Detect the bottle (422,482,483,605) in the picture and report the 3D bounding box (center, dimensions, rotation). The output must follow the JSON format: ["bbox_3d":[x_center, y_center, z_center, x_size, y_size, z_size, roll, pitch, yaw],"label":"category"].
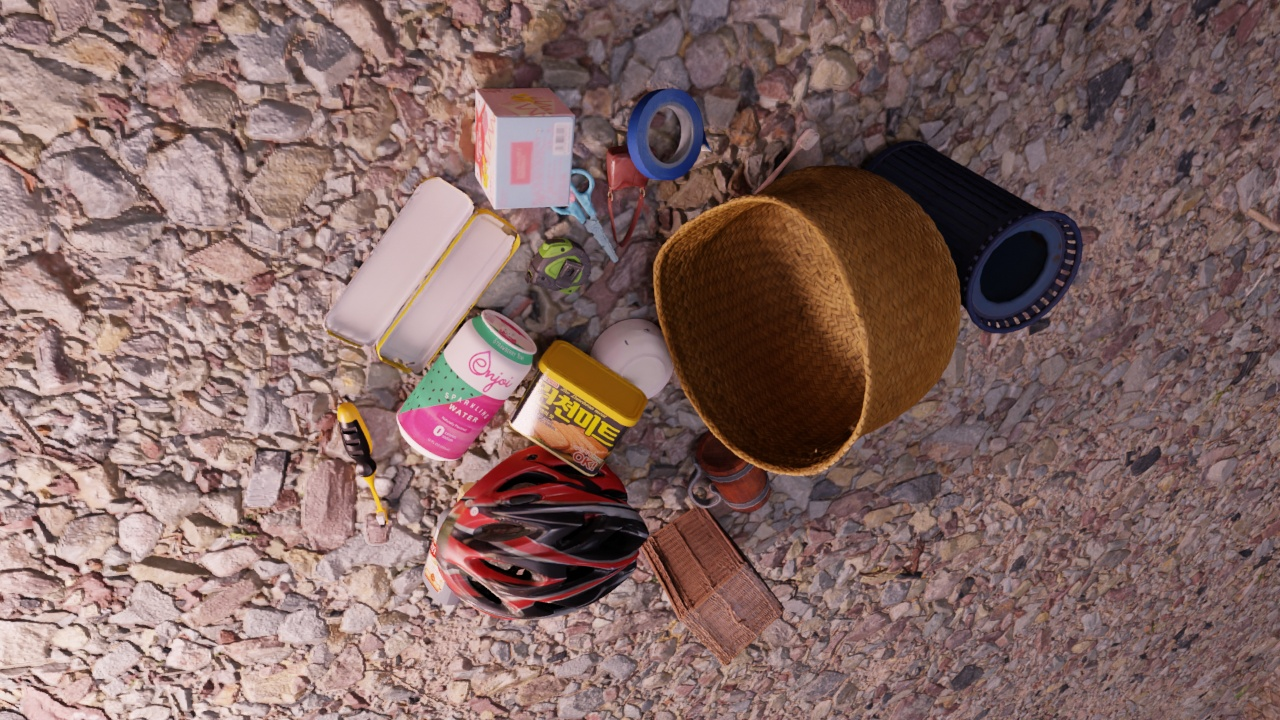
[{"bbox_3d":[-0.229,0.226,1.154,0.046,0.072,0.161,-3,124,-42],"label":"bottle"}]

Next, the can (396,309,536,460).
[{"bbox_3d":[-0.195,0.029,1.028,0.088,0.088,0.166,30,106,-35],"label":"can"}]

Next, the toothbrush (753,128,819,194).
[{"bbox_3d":[0.142,-0.196,1.070,0.015,0.018,0.181,32,106,-36],"label":"toothbrush"}]

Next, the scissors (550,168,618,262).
[{"bbox_3d":[-0.057,-0.157,1.016,0.056,0.015,0.137,-33,134,2],"label":"scissors"}]

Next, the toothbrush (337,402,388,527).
[{"bbox_3d":[-0.322,0.126,1.077,0.031,0.030,0.197,-2,129,2],"label":"toothbrush"}]

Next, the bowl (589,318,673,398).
[{"bbox_3d":[-0.007,0.007,1.117,0.104,0.054,0.105,-10,124,-16],"label":"bowl"}]

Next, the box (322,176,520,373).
[{"bbox_3d":[-0.233,-0.086,0.980,0.127,0.023,0.210,31,106,-32],"label":"box"}]

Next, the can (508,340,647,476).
[{"bbox_3d":[-0.075,0.058,1.074,0.131,0.072,0.101,33,119,-2],"label":"can"}]

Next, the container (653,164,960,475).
[{"bbox_3d":[0.186,-0.050,0.994,0.196,0.307,0.308,-23,130,-33],"label":"container"}]

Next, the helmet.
[{"bbox_3d":[-0.116,0.216,1.113,0.271,0.167,0.218,0,115,-44],"label":"helmet"}]

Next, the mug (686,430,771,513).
[{"bbox_3d":[0.115,0.158,1.262,0.117,0.081,0.111,-20,133,12],"label":"mug"}]

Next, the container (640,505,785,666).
[{"bbox_3d":[0.096,0.301,1.266,0.112,0.198,0.114,-39,117,-1],"label":"container"}]

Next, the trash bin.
[{"bbox_3d":[0.355,-0.152,1.042,0.139,0.249,0.139,-11,125,-17],"label":"trash bin"}]

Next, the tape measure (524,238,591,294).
[{"bbox_3d":[-0.087,-0.104,1.019,0.065,0.036,0.059,12,115,-29],"label":"tape measure"}]

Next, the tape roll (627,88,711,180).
[{"bbox_3d":[0.027,-0.238,0.969,0.092,0.016,0.091,-40,123,-23],"label":"tape roll"}]

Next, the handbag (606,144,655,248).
[{"bbox_3d":[-0.016,-0.178,1.011,0.055,0.029,0.120,-11,131,-23],"label":"handbag"}]

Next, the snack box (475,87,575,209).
[{"bbox_3d":[-0.116,-0.209,0.900,0.079,0.094,0.093,-6,124,-19],"label":"snack box"}]
